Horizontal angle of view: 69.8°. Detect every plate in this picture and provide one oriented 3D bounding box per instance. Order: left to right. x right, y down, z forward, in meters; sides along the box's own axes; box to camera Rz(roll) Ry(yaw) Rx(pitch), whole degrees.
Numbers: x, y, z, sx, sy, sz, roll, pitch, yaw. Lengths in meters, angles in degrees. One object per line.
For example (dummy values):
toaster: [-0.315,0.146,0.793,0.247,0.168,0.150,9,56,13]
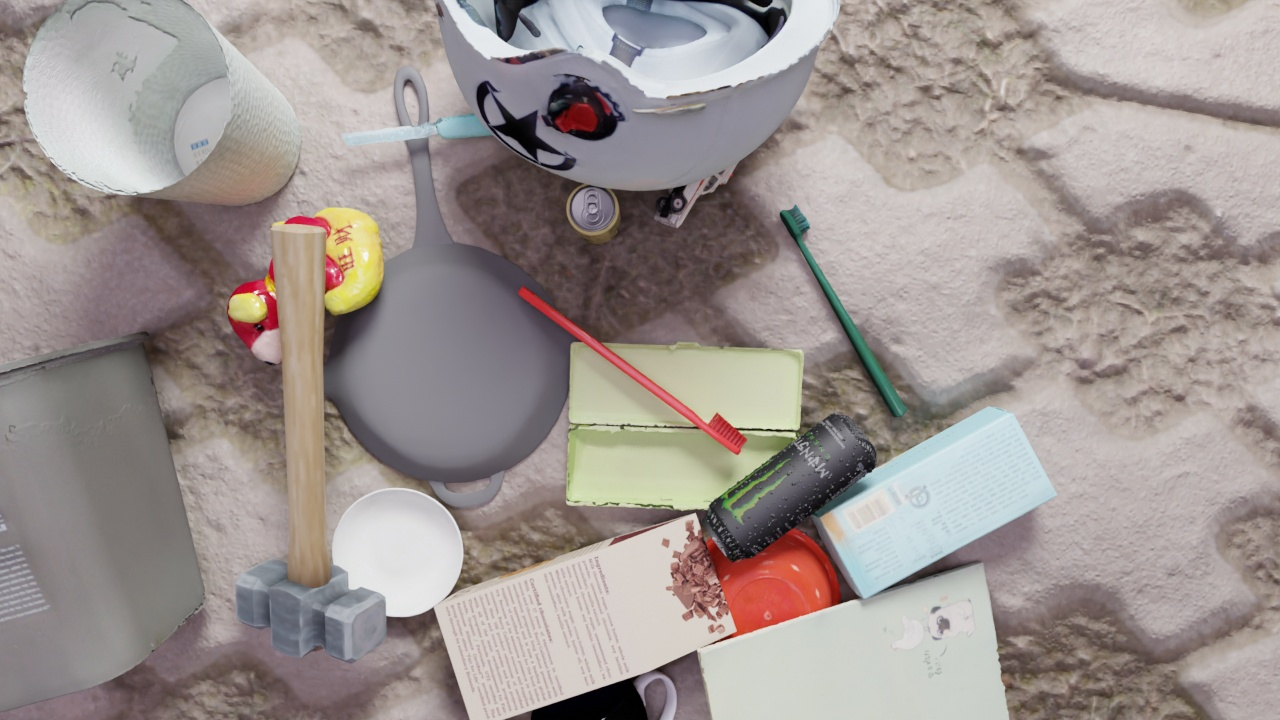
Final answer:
plate: [-0.193,0.152,0.738,0.104,0.026,0.104,0,93,0]

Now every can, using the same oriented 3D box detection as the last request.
can: [-0.035,-0.111,0.698,0.038,0.079,0.038,0,92,0]
can: [0.113,0.097,0.699,0.138,0.054,0.054,-37,92,3]

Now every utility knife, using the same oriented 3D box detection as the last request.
utility knife: [-0.144,-0.183,0.718,0.177,0.016,0.022,-8,94,-8]

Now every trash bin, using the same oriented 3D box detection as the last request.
trash bin: [-0.444,0.116,0.664,0.197,0.197,0.220,-15,99,1]
trash bin: [-0.324,-0.174,0.657,0.133,0.161,0.133,0,92,0]

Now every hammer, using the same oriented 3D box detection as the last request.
hammer: [-0.247,0.064,0.676,0.117,0.051,0.323,10,105,24]

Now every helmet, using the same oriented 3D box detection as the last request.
helmet: [-0.004,-0.208,0.637,0.264,0.164,0.235,21,56,16]

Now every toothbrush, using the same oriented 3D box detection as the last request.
toothbrush: [-0.004,0.004,0.711,0.212,0.012,0.018,36,95,-2]
toothbrush: [0.164,-0.040,0.733,0.017,0.016,0.190,-30,92,-3]

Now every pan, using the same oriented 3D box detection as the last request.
pan: [-0.162,-0.058,0.730,0.216,0.024,0.354,-8,92,1]

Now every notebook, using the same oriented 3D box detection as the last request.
notebook: [0.176,0.276,0.714,0.252,0.010,0.182,-12,93,-17]

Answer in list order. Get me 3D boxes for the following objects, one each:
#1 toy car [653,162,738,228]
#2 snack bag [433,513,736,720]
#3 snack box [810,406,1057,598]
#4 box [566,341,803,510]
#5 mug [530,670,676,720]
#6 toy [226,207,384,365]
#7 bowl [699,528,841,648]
toy car: [0.054,-0.152,0.720,0.039,0.039,0.113,29,93,-22]
snack bag: [-0.039,0.196,0.708,0.206,0.070,0.094,-19,85,3]
snack box: [0.226,0.110,0.721,0.175,0.053,0.075,-29,92,3]
box: [0.035,0.053,0.733,0.187,0.024,0.137,0,98,0]
mug: [-0.017,0.301,0.725,0.118,0.085,0.100,-25,103,-28]
toy: [-0.260,-0.067,0.706,0.137,0.067,0.105,-36,68,5]
bowl: [0.097,0.196,0.729,0.130,0.045,0.130,0,93,0]
